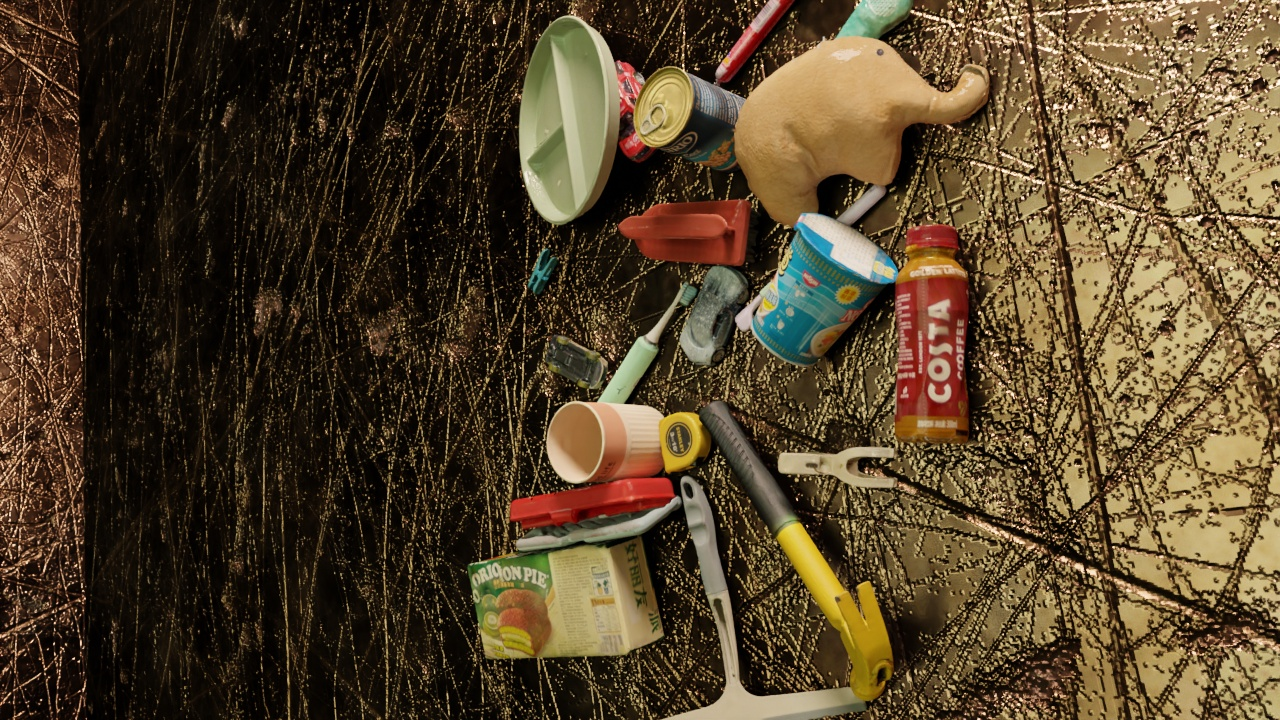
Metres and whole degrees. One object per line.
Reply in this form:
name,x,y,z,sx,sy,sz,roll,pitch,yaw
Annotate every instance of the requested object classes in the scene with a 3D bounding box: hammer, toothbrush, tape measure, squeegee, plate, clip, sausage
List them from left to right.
clip,-0.120,-0.107,1.115,0.041,0.014,0.056,46,116,36
plate,-0.083,-0.270,1.046,0.230,0.027,0.230,11,102,58
toothbrush,-0.006,0.006,0.991,0.027,0.026,0.225,33,114,-1
tape measure,0.047,0.082,0.934,0.057,0.028,0.060,-25,70,40
squeegee,0.073,0.233,0.892,0.247,0.039,0.246,-21,66,22
sausage,0.122,-0.332,0.901,0.156,0.020,0.020,-47,57,30
hammer,0.132,0.150,0.819,0.129,0.032,0.300,79,164,-50
toothbrush,0.156,-0.094,0.852,0.190,0.021,0.029,-46,26,30
clip,0.178,0.093,0.808,0.098,0.064,0.034,-3,86,36

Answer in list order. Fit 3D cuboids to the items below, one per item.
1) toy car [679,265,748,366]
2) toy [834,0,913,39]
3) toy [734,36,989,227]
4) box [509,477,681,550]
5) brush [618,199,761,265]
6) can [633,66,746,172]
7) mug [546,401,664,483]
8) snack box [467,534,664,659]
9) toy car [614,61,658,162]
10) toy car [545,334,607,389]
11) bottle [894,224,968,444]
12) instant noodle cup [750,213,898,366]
toy car,0.071,-0.044,0.919,0.049,0.031,0.106,35,111,40
toy,0.207,-0.293,0.814,0.096,0.030,0.092,52,126,24
toy,0.180,-0.214,0.800,0.227,0.082,0.143,-25,91,38
box,-0.049,0.170,0.980,0.202,0.090,0.068,-18,74,42
brush,0.046,-0.130,0.923,0.146,0.069,0.063,8,91,43
can,0.058,-0.231,0.891,0.075,0.111,0.075,-6,81,44
mug,-0.042,0.087,0.963,0.115,0.105,0.081,-10,79,42
snack box,-0.089,0.265,1.016,0.241,0.063,0.114,-19,82,41
toy car,-0.015,-0.274,1.010,0.053,0.045,0.120,-39,64,36
toy car,-0.070,0.002,1.046,0.090,0.035,0.042,28,107,41
bottle,0.236,-0.020,0.744,0.058,0.057,0.175,-2,86,43
instant noodle cup,0.154,-0.057,0.807,0.099,0.099,0.110,53,130,32
